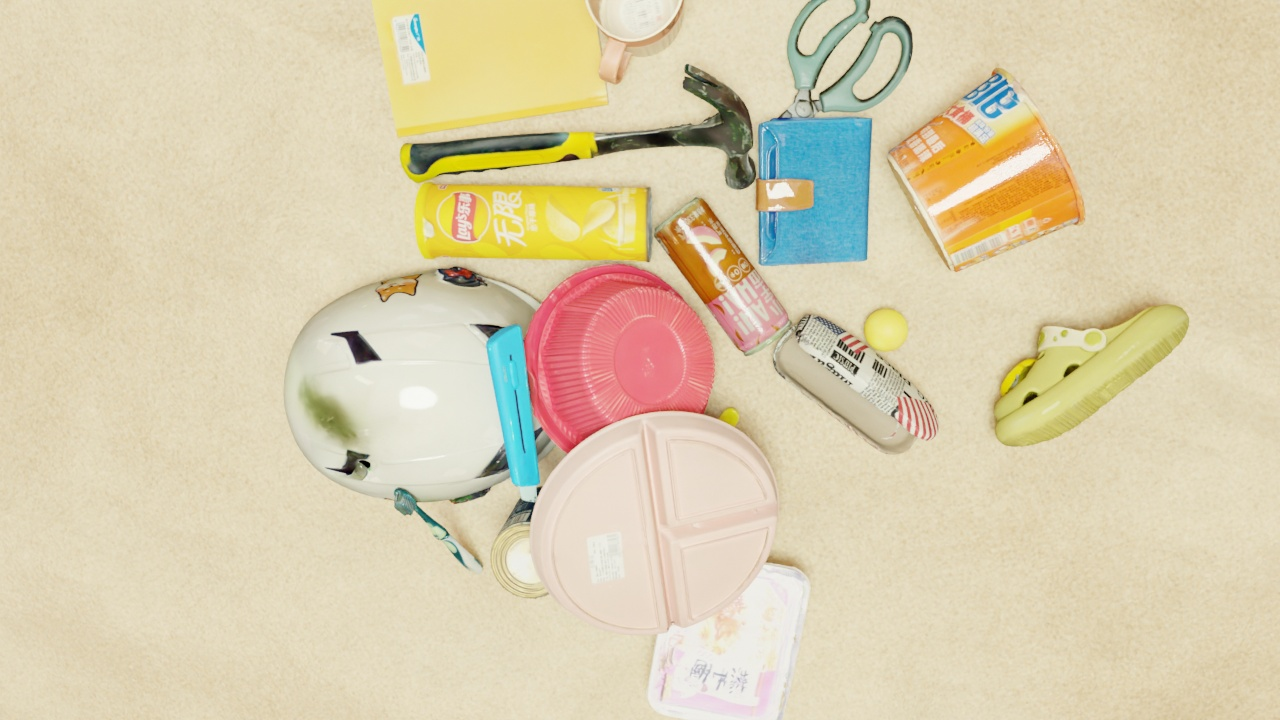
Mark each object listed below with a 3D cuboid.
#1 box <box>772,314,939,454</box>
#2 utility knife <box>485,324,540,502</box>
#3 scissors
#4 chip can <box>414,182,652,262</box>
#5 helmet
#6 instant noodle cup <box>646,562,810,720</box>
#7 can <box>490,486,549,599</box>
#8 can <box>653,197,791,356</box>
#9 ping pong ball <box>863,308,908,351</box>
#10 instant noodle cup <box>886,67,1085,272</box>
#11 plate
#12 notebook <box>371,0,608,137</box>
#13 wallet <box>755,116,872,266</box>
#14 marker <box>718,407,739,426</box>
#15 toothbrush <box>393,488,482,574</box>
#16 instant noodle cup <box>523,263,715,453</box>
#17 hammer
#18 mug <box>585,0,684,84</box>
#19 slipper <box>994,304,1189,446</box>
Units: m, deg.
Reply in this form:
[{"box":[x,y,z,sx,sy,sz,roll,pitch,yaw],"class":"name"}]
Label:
[{"box":[0.204,0.021,0.845,0.163,0.087,0.076,39,85,0],"class":"box"},{"box":[-0.106,0.050,0.789,0.018,0.034,0.160,10,112,47],"class":"utility knife"},{"box":[0.152,-0.267,0.833,0.185,0.019,0.130,-33,96,7],"class":"scissors"},{"box":[-0.096,-0.128,0.848,0.213,0.072,0.072,1,100,3],"class":"chip can"},{"box":[-0.202,0.032,0.839,0.274,0.156,0.230,1,100,4],"class":"helmet"},{"box":[0.086,0.269,0.909,0.138,0.060,0.173,10,101,2],"class":"instant noodle cup"},{"box":[-0.097,0.172,0.879,0.075,0.111,0.075,1,100,4],"class":"can"},{"box":[0.076,-0.077,0.851,0.058,0.058,0.147,-36,95,9],"class":"can"},{"box":[0.229,-0.028,0.857,0.040,0.040,0.040,1,100,4],"class":"ping pong ball"},{"box":[0.288,-0.154,0.784,0.112,0.151,0.151,-30,97,16],"class":"instant noodle cup"},{"box":[0.018,0.152,0.809,0.229,0.028,0.230,-5,115,-11],"class":"plate"},{"box":[-0.140,-0.295,0.852,0.206,0.010,0.146,-8,99,5],"class":"notebook"},{"box":[0.157,-0.154,0.836,0.106,0.040,0.133,-2,106,-3],"class":"wallet"},{"box":[0.060,0.098,0.905,0.018,0.015,0.124,33,103,2],"class":"marker"},{"box":[-0.189,0.169,0.869,0.016,0.192,0.018,-6,55,12],"class":"toothbrush"},{"box":[-0.005,0.005,0.819,0.193,0.066,0.193,2,85,-27],"class":"instant noodle cup"},{"box":[-0.062,-0.196,0.829,0.323,0.126,0.031,-3,55,10],"class":"hammer"},{"box":[-0.007,-0.296,0.794,0.081,0.105,0.114,20,100,0],"class":"mug"},{"box":[0.399,0.004,0.839,0.191,0.091,0.081,-40,55,18],"class":"slipper"}]
